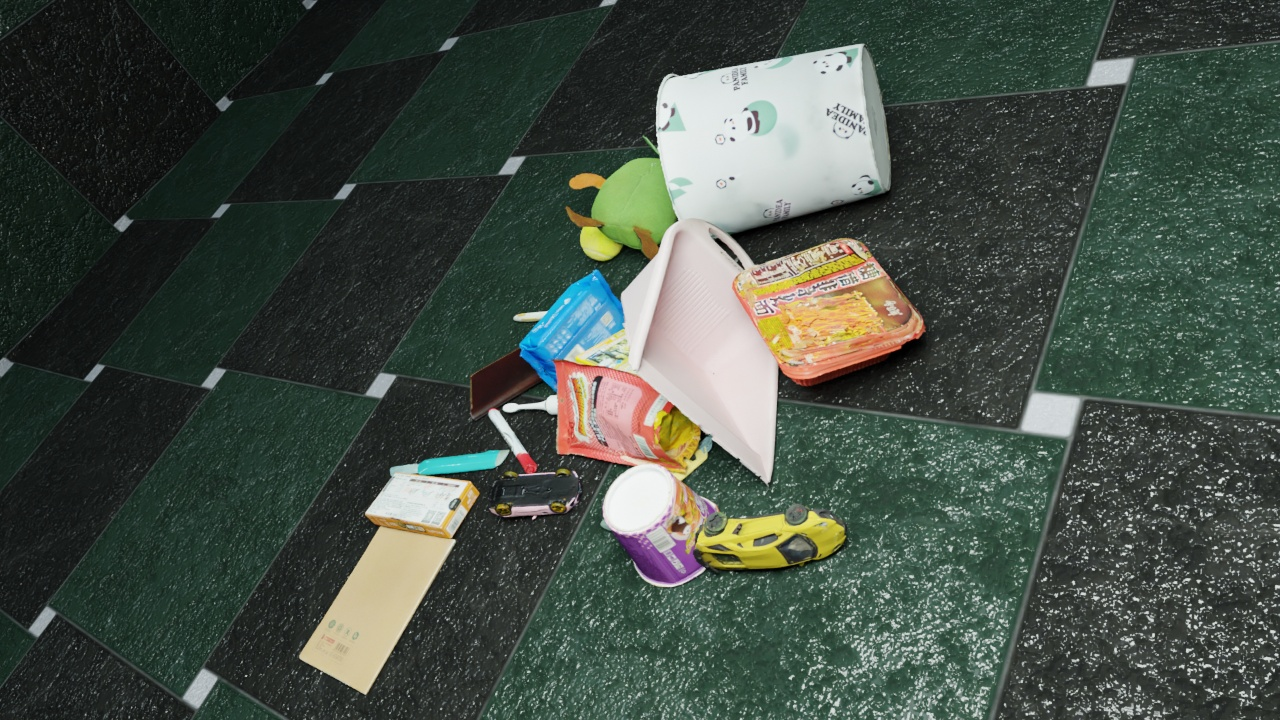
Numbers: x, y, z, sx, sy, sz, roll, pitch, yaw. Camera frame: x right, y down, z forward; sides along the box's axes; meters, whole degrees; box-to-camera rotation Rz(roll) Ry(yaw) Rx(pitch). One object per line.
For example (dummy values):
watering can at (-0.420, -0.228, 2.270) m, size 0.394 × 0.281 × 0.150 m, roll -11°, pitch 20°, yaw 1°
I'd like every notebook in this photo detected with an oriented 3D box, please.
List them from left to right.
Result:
notebook at (-0.335, 0.305, 1.169) m, size 0.148 × 0.008 × 0.207 m, roll 7°, pitch 58°, yaw 39°

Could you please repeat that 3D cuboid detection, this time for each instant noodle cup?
instant noodle cup at (0.018, 0.168, 0.972) m, size 0.112 × 0.099 × 0.111 m, roll -21°, pitch 43°, yaw 20°
instant noodle cup at (0.206, -0.045, 1.021) m, size 0.164 × 0.079 × 0.188 m, roll -18°, pitch 44°, yaw -4°

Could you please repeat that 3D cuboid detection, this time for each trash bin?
trash bin at (0.178, -0.284, 1.180) m, size 0.252 × 0.230 × 0.229 m, roll -8°, pitch 49°, yaw 23°

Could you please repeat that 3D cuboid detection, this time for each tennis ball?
tennis ball at (-0.057, -0.181, 1.362) m, size 0.066 × 0.065 × 0.065 m, roll -20°, pitch 44°, yaw 20°

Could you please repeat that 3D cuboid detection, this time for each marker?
marker at (-0.173, 0.105, 1.226) m, size 0.017 × 0.017 × 0.145 m, roll -41°, pitch 41°, yaw -3°

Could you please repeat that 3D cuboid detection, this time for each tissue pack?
tissue pack at (-0.088, -0.039, 1.237) m, size 0.157 × 0.095 × 0.052 m, roll -49°, pitch 37°, yaw -13°

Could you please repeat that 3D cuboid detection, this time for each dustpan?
dustpan at (0.087, -0.037, 1.015) m, size 0.139 × 0.222 × 0.273 m, roll -42°, pitch 32°, yaw 13°

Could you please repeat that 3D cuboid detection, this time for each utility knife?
utility knife at (-0.266, 0.143, 1.260) m, size 0.206 × 0.013 × 0.029 m, roll -8°, pitch 51°, yaw 26°
utility knife at (0.023, 0.144, 1.057) m, size 0.165 × 0.018 × 0.031 m, roll -36°, pitch 47°, yaw -4°

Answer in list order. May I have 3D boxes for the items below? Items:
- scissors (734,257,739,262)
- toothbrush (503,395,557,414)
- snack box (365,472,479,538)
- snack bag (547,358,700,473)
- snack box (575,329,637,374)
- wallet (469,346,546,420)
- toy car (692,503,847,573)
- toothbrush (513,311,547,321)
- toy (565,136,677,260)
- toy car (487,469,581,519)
scissors at (0.069, -0.074, 1.220) m, size 0.159 × 0.014 × 0.174 m, roll -23°, pitch 41°, yaw 13°
toothbrush at (-0.094, 0.058, 1.204) m, size 0.221 × 0.026 × 0.026 m, roll -5°, pitch 78°, yaw 33°
snack box at (-0.291, 0.190, 1.220) m, size 0.154 × 0.026 × 0.075 m, roll 1°, pitch 46°, yaw 36°
snack bag at (-0.029, 0.066, 1.088) m, size 0.208 × 0.129 × 0.073 m, roll 7°, pitch 20°, yaw 41°
snack box at (-0.007, 0.007, 1.161) m, size 0.086 × 0.034 × 0.140 m, roll -32°, pitch 37°, yaw -30°
wallet at (-0.192, 0.024, 1.312) m, size 0.122 × 0.020 × 0.096 m, roll -29°, pitch 37°, yaw 12°
toy car at (0.126, 0.178, 0.905) m, size 0.156 × 0.071 × 0.041 m, roll -13°, pitch 46°, yaw 25°
toothbrush at (-0.112, -0.065, 1.337) m, size 0.192 × 0.016 × 0.018 m, roll -4°, pitch 60°, yaw 32°
toy at (-0.001, -0.225, 1.318) m, size 0.227 × 0.090 × 0.245 m, roll 23°, pitch 42°, yaw 8°
toy car at (-0.129, 0.166, 1.128) m, size 0.122 × 0.037 × 0.056 m, roll -5°, pitch 53°, yaw 16°
